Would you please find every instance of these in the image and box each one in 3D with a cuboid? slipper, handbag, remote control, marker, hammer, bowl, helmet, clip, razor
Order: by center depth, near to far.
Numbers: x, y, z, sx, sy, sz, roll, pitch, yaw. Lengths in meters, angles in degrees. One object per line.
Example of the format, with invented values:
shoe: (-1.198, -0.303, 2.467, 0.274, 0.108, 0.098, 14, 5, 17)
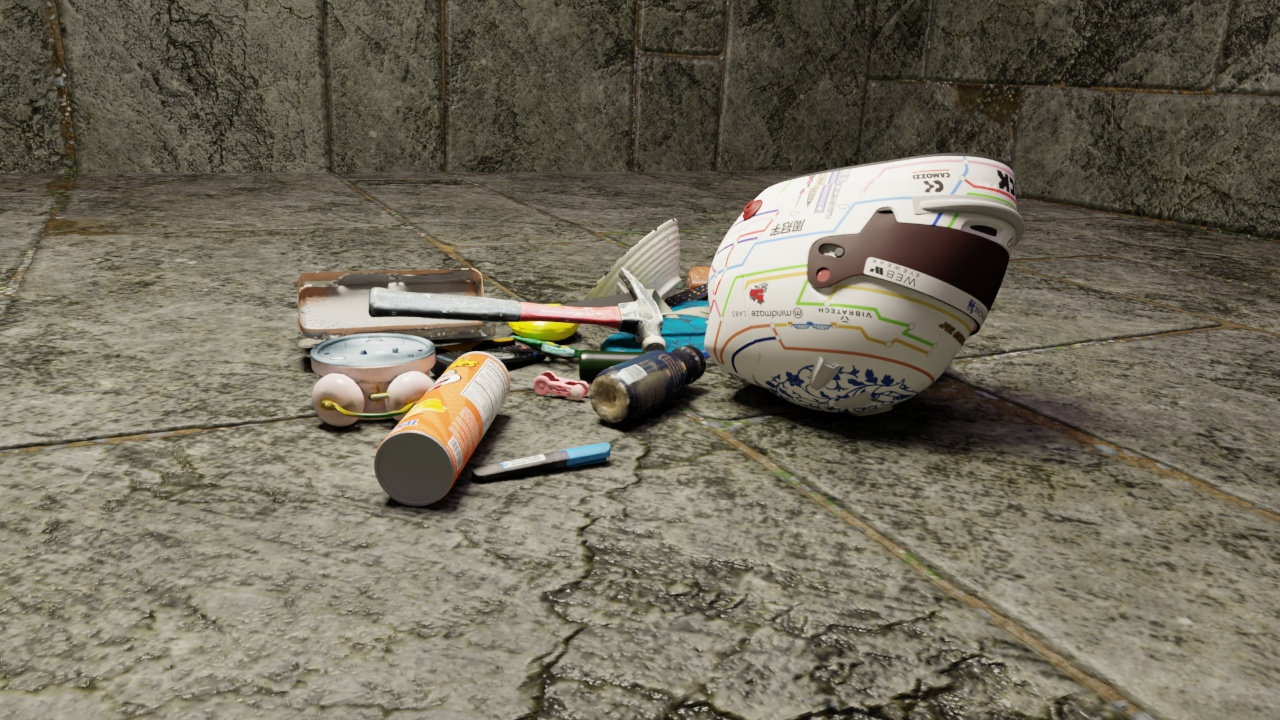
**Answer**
marker: (-0.082, 0.087, 0.774, 0.122, 0.015, 0.018, -8, 24, -24)
helmet: (0.218, -0.064, 0.927, 0.315, 0.235, 0.230, -3, -15, 33)
clip: (-0.080, 0.026, 0.960, 0.059, 0.023, 0.039, 15, 18, 19)
remote control: (-0.170, 0.000, 1.028, 0.045, 0.021, 0.140, 19, 19, 38)
hammer: (-0.137, -0.061, 1.037, 0.326, 0.036, 0.140, 3, 39, -15)
razor: (-0.214, -0.014, 1.062, 0.144, 0.021, 0.044, -7, 4, -26)
slipper: (0.049, -0.053, 1.168, 0.118, 0.060, 0.294, 14, 21, 20)
bowl: (0.008, -0.111, 1.275, 0.071, 0.178, 0.176, 47, 26, 3)
remote control: (0.079, -0.094, 1.340, 0.124, 0.010, 0.039, -24, 33, -32)
handbag: (0.118, -0.109, 1.397, 0.093, 0.043, 0.195, 2, 21, 3)

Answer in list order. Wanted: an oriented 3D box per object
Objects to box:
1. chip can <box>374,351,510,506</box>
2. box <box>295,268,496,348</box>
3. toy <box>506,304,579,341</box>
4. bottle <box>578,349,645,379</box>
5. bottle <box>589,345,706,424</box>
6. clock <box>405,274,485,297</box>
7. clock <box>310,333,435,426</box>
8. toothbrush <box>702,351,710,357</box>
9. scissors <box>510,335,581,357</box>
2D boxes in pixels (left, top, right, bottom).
chip can: (-0.164, 0.051, 0.791, 0.062, 0.062, 0.210, 4, 17, 3)
box: (-0.281, -0.059, 1.053, 0.217, 0.121, 0.095, -4, -22, -19)
toy: (-0.122, -0.049, 1.157, 0.094, 0.041, 0.095, -1, 16, -6)
bottle: (-0.006, 0.006, 1.013, 0.123, 0.033, 0.033, 1, 18, -6)
bottle: (0.013, 0.020, 0.932, 0.056, 0.056, 0.160, 14, 20, 31)
clock: (-0.266, -0.077, 1.187, 0.110, 0.062, 0.156, 16, 22, 38)
clock: (-0.255, 0.021, 0.882, 0.116, 0.059, 0.158, -3, 19, -16)
toothbrush: (0.125, -0.011, 1.105, 0.186, 0.016, 0.011, -4, 11, -28)
scissors: (-0.115, -0.017, 1.077, 0.132, 0.013, 0.078, 13, 2, 33)
